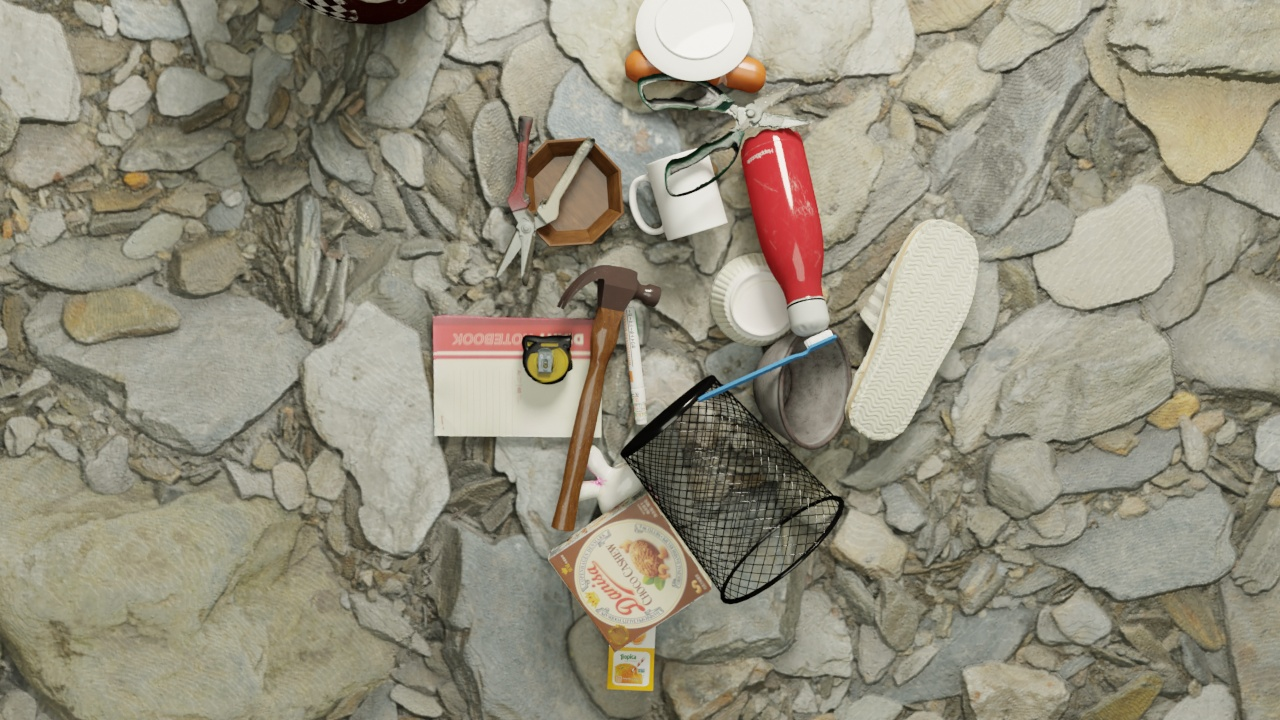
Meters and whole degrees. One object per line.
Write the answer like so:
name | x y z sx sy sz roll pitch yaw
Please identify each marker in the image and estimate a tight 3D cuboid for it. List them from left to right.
marker | -0.007 0.007 1.129 0.017 0.017 0.145 -6 98 1

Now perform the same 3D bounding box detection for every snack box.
snack box | -0.013 0.254 1.114 0.147 0.041 0.143 -34 96 3

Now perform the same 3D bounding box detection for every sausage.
sausage | 0.064 -0.340 1.066 0.164 0.039 0.044 5 88 0

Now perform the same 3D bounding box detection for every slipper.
slipper | 0.320 -0.035 1.103 0.114 0.054 0.272 19 93 -7

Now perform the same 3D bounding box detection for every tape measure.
tape measure | -0.112 -0.001 1.108 0.062 0.034 0.061 -3 99 1

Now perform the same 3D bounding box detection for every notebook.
notebook | -0.152 0.021 1.135 0.209 0.012 0.153 0 98 0

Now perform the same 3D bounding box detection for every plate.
plate | -0.083 -0.200 1.095 0.131 0.025 0.131 0 98 0
plate | 0.062 -0.383 1.048 0.134 0.011 0.134 0 76 -1

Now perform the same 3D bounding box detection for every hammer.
hammer | -0.061 0.046 1.095 0.115 0.033 0.323 10 96 -21

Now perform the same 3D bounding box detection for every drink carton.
drink carton | -0.011 0.353 1.169 0.058 0.040 0.122 2 98 0

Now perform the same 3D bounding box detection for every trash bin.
trash bin | 0.098 0.142 1.075 0.184 0.184 0.210 -40 91 5

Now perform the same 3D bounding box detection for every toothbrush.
toothbrush | 0.138 0.006 1.010 0.166 0.016 0.014 -24 73 -1

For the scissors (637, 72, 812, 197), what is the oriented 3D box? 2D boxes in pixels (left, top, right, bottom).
scissors | 0.090 -0.249 1.023 0.206 0.015 0.179 8 72 5

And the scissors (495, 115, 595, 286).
scissors | -0.121 -0.195 1.074 0.179 0.015 0.187 -27 98 4

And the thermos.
thermos | 0.170 -0.143 1.039 0.073 0.073 0.239 -10 76 2

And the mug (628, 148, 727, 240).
mug | 0.038 -0.190 1.079 0.111 0.073 0.090 -13 99 28

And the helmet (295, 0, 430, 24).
helmet | -0.299 -0.479 0.940 0.234 0.253 0.233 6 83 24

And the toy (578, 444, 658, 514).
toy | -0.032 0.160 1.143 0.122 0.038 0.079 28 88 -2

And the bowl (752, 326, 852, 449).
bowl | 0.183 0.029 1.089 0.144 0.067 0.145 -5 97 -44

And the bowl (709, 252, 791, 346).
bowl | 0.142 -0.070 1.094 0.115 0.062 0.115 0 99 0
